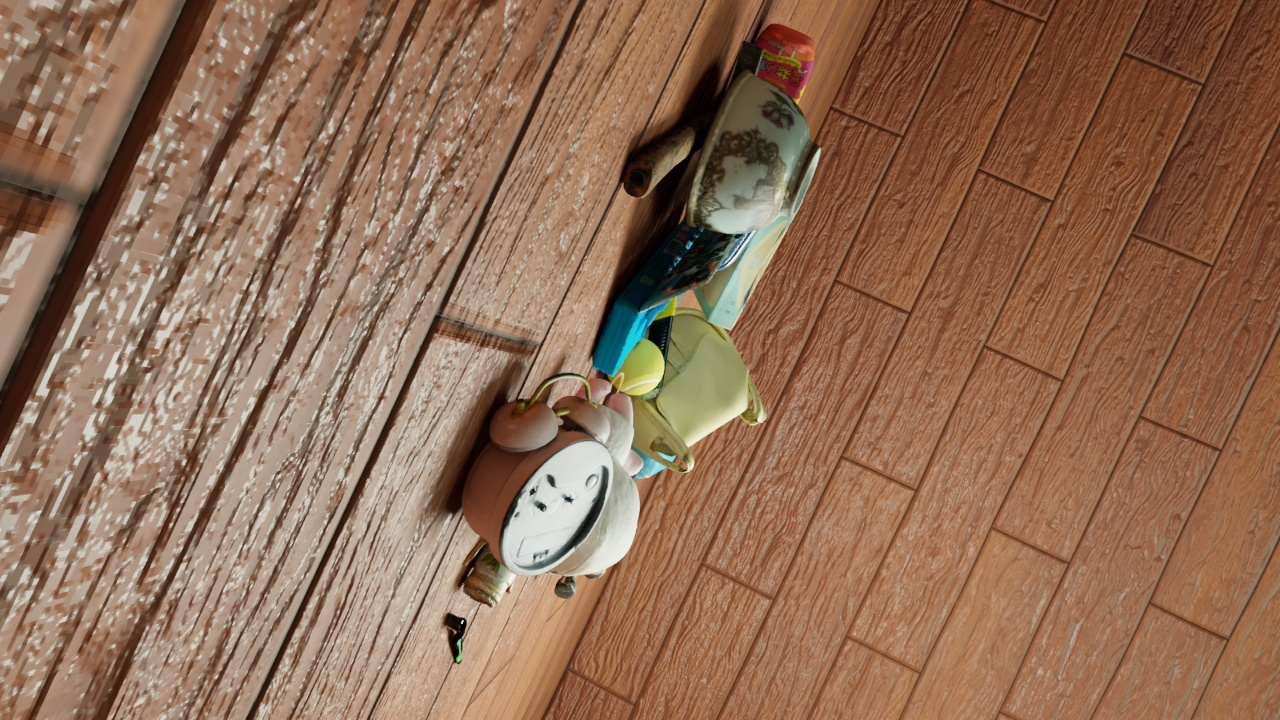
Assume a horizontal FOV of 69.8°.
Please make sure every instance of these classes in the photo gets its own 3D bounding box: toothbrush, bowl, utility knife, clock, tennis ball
[{"bbox_3d":[-0.183,0.280,0.915,0.014,0.017,0.188,-56,173,-30],"label":"toothbrush"},{"bbox_3d":[0.117,-0.188,0.887,0.160,0.094,0.160,25,89,-80],"label":"bowl"},{"bbox_3d":[0.022,-0.027,1.091,0.020,0.029,0.174,94,5,-58],"label":"utility knife"},{"bbox_3d":[-0.075,0.084,0.699,0.116,0.059,0.158,-4,117,-54],"label":"clock"},{"bbox_3d":[-0.006,0.006,1.026,0.065,0.065,0.065,-63,173,-15],"label":"tennis ball"}]

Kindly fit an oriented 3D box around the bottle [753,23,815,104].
[{"bbox_3d":[0.142,-0.299,1.019,0.048,0.071,0.134,-96,-151,-83],"label":"bottle"}]

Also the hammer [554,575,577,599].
[{"bbox_3d":[-0.063,0.171,1.261,0.132,0.033,0.334,-74,-179,-56],"label":"hammer"}]

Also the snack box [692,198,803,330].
[{"bbox_3d":[0.131,-0.156,1.207,0.194,0.044,0.141,-63,-161,21],"label":"snack box"}]

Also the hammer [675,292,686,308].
[{"bbox_3d":[0.097,-0.205,1.204,0.312,0.029,0.124,-68,172,26],"label":"hammer"}]

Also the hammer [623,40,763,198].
[{"bbox_3d":[0.052,-0.216,0.849,0.329,0.033,0.120,-52,162,-59],"label":"hammer"}]

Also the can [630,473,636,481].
[{"bbox_3d":[-0.058,0.170,1.150,0.080,0.080,0.146,-57,169,-48],"label":"can"}]

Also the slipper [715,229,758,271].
[{"bbox_3d":[0.121,-0.204,1.100,0.214,0.104,0.059,-64,175,25],"label":"slipper"}]

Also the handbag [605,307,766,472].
[{"bbox_3d":[0.053,0.031,1.146,0.232,0.191,0.089,-27,152,-48],"label":"handbag"}]

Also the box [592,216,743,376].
[{"bbox_3d":[0.038,-0.103,0.982,0.176,0.060,0.242,-43,-173,38],"label":"box"}]

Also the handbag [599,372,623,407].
[{"bbox_3d":[-0.049,0.062,0.997,0.083,0.027,0.178,-52,173,-30],"label":"handbag"}]

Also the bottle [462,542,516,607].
[{"bbox_3d":[-0.124,0.175,0.856,0.109,0.043,0.043,-59,171,-28],"label":"bottle"}]

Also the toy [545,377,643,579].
[{"bbox_3d":[-0.053,0.105,0.828,0.102,0.138,0.179,-12,-123,54],"label":"toy"}]

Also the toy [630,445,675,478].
[{"bbox_3d":[0.014,0.106,1.455,0.225,0.099,0.190,119,-9,-49],"label":"toy"}]

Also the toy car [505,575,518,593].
[{"bbox_3d":[-0.132,0.217,0.998,0.038,0.025,0.089,-67,173,14],"label":"toy car"}]
